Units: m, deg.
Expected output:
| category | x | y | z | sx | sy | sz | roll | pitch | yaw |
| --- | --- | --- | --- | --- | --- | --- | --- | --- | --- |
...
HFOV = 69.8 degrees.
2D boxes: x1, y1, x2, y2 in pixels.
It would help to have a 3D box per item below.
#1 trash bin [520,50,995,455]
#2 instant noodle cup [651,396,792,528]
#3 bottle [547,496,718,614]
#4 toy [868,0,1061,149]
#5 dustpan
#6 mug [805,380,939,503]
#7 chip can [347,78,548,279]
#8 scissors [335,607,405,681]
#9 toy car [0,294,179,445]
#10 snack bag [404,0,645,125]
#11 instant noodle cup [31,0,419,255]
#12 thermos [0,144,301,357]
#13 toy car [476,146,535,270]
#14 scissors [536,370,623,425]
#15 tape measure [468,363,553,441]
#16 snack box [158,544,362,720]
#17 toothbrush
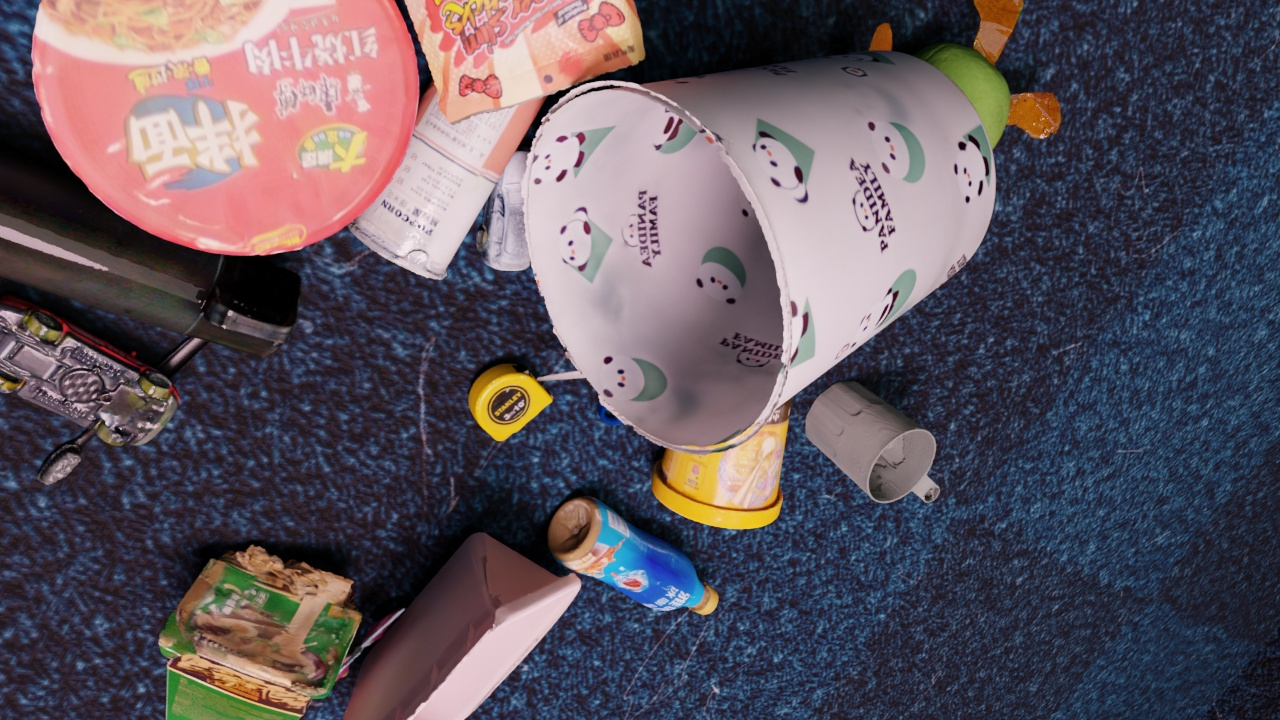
| category | x | y | z | sx | sy | sz | roll | pitch | yaw |
| --- | --- | --- | --- | --- | --- | --- | --- | --- | --- |
| trash bin | 0.089 | -0.094 | 0.613 | 0.251 | 0.230 | 0.230 | -27 | 130 | -34 |
| instant noodle cup | 0.077 | 0.071 | 0.814 | 0.118 | 0.118 | 0.114 | 0 | 109 | -31 |
| bottle | 0.003 | 0.196 | 0.873 | 0.065 | 0.065 | 0.218 | -49 | 131 | 3 |
| toy | 0.232 | -0.186 | 0.764 | 0.246 | 0.090 | 0.227 | -38 | 129 | -2 |
| dustpan | -0.131 | 0.260 | 0.741 | 0.139 | 0.273 | 0.223 | 40 | 98 | -16 |
| mug | 0.237 | 0.087 | 0.923 | 0.084 | 0.103 | 0.124 | -49 | 131 | 3 |
| chip can | -0.104 | -0.161 | 0.587 | 0.071 | 0.071 | 0.215 | 24 | 103 | -39 |
| scissors | -0.222 | 0.229 | 0.735 | 0.017 | 0.133 | 0.134 | 47 | 115 | 1 |
| toy car | -0.344 | 0.006 | 0.560 | 0.053 | 0.045 | 0.120 | -46 | 125 | 3 |
| snack bag | -0.086 | -0.249 | 0.507 | 0.128 | 0.073 | 0.208 | -19 | 109 | 2 |
| instant noodle cup | -0.227 | -0.160 | 0.518 | 0.193 | 0.066 | 0.194 | -15 | 125 | -23 |
| thermos | -0.311 | -0.067 | 0.506 | 0.242 | 0.090 | 0.068 | 24 | 91 | -37 |
| toy car | -0.089 | -0.107 | 0.655 | 0.042 | 0.034 | 0.091 | 1 | 116 | -28 |
| scissors | -0.007 | 0.007 | 0.741 | 0.162 | 0.012 | 0.176 | -19 | 152 | -15 |
| tape measure | -0.108 | 0.029 | 0.728 | 0.060 | 0.029 | 0.057 | -42 | 131 | -3 |
| snack box | -0.282 | 0.220 | 0.672 | 0.118 | 0.117 | 0.106 | 24 | 115 | -9 |
| toothbrush | -0.321 | 0.016 | 0.601 | 0.189 | 0.017 | 0.014 | -43 | 129 | -4 |
